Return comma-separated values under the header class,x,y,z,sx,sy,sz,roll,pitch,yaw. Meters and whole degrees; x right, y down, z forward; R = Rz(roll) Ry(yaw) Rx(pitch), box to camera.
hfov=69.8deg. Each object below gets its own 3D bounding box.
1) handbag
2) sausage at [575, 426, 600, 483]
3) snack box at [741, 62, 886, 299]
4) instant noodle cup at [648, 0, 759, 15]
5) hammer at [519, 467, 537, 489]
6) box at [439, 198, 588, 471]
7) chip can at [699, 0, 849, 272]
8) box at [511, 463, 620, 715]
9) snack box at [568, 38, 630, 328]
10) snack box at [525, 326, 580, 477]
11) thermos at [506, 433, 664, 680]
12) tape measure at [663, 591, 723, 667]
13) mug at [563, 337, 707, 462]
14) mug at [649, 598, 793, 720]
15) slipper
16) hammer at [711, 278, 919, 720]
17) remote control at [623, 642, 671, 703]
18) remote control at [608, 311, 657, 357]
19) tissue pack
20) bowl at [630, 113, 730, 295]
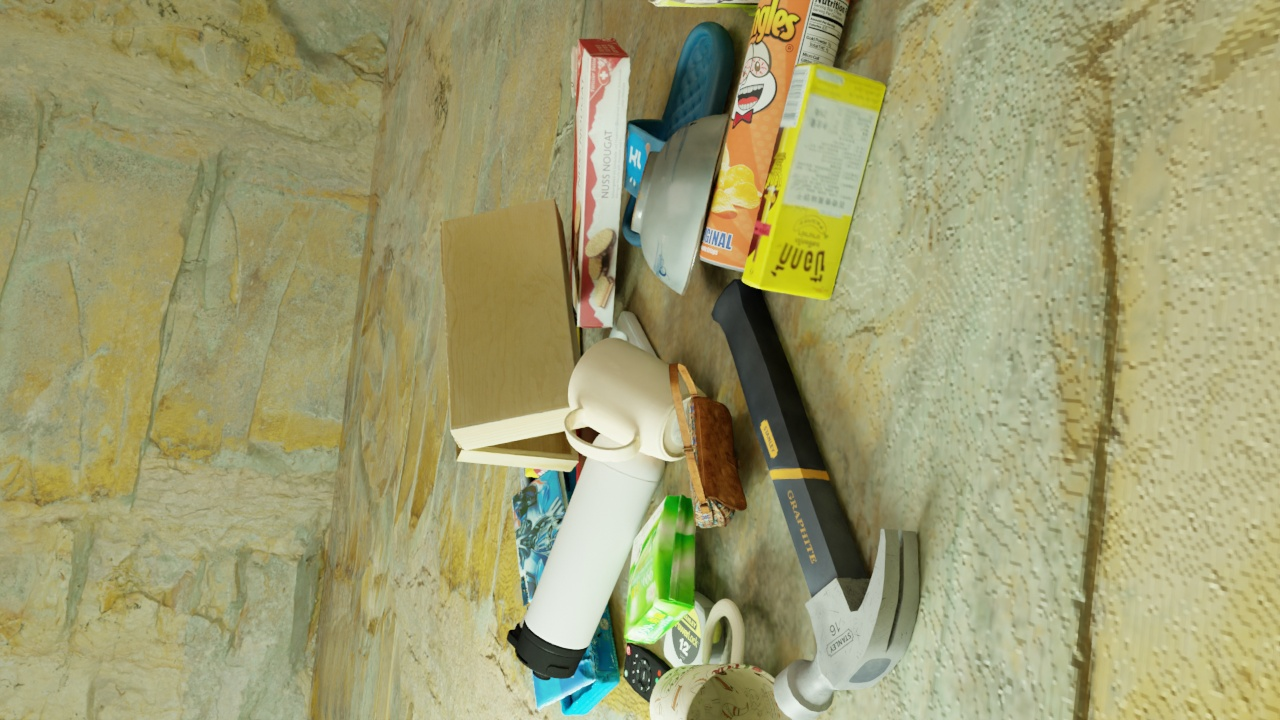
class,x,y,z,sx,sy,sz,roll,pitch,yaw
handbag,0.045,0.049,0.647,0.196,0.043,0.093,69,-164,-60
sausage,-0.046,0.124,0.920,0.040,0.040,0.155,-34,53,58
snack box,0.116,-0.118,0.618,0.025,0.061,0.149,36,116,62
instant noodle cup,0.051,-0.346,0.719,0.146,0.097,0.146,170,91,-80
hammer,-0.134,0.107,1.115,0.141,0.036,0.325,125,142,-47
box,-0.130,-0.023,0.927,0.149,0.141,0.248,95,168,-57
chip can,0.097,-0.170,0.669,0.062,0.062,0.210,36,116,62
box,-0.082,0.226,0.937,0.091,0.066,0.243,-57,36,43
snack box,-0.045,-0.168,0.901,0.076,0.044,0.273,-110,21,-57
snack box,-0.102,0.028,1.057,0.092,0.042,0.200,139,132,-56
thermos,-0.056,0.177,0.845,0.101,0.068,0.230,31,101,62
tape measure,0.043,0.222,0.734,0.064,0.016,0.065,24,106,64
mug,-0.008,0.044,0.769,0.104,0.111,0.085,26,139,40
mug,0.052,0.232,0.655,0.097,0.081,0.121,150,129,-68
slipper,0.026,-0.200,0.832,0.103,0.059,0.214,58,133,50
hammer,0.101,0.069,0.636,0.140,0.035,0.312,-57,36,40
remote control,0.016,0.276,0.784,0.125,0.010,0.039,5,88,65
remote control,-0.005,0.005,0.883,0.050,0.022,0.133,-68,30,29
tissue pack,0.018,0.171,0.752,0.114,0.034,0.099,117,164,-53
bowl,0.027,-0.131,0.743,0.150,0.057,0.150,23,-99,-89
